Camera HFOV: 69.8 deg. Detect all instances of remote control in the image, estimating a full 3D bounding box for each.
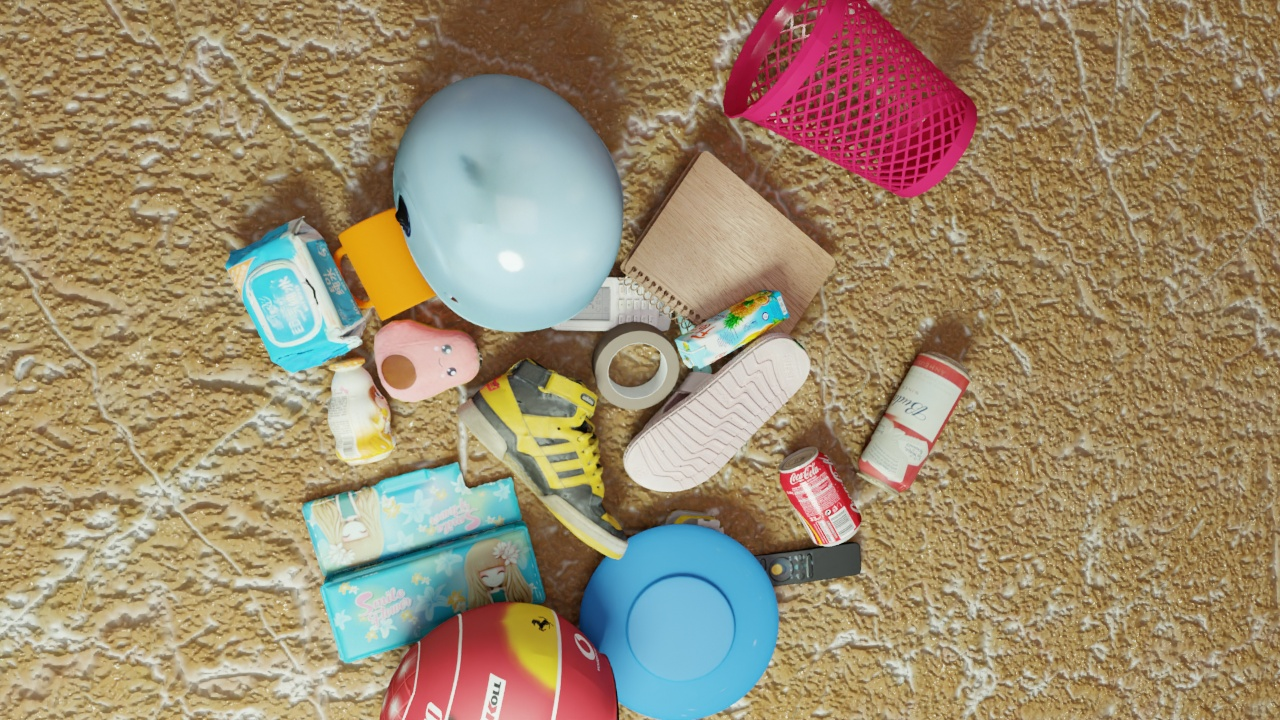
[{"bbox_3d":[0.189,0.243,1.091,0.152,0.020,0.041,-5,96,-10],"label":"remote control"},{"bbox_3d":[-0.033,-0.063,1.019,0.138,0.025,0.060,0,94,-11],"label":"remote control"}]

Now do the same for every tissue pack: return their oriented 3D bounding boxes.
[{"bbox_3d":[-0.347,-0.063,0.929,0.093,0.061,0.144,-22,100,11],"label":"tissue pack"}]

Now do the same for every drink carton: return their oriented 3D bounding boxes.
[{"bbox_3d":[0.099,-0.035,1.001,0.128,0.044,0.038,-29,107,-16],"label":"drink carton"}]

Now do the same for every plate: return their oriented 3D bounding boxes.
[{"bbox_3d":[0.044,0.295,1.019,0.224,0.024,0.224,0,93,-3],"label":"plate"}]

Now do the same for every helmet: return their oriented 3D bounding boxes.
[{"bbox_3d":[-0.154,0.378,0.941,0.224,0.197,0.271,15,108,-15],"label":"helmet"},{"bbox_3d":[-0.122,-0.171,0.901,0.225,0.167,0.265,-25,82,-23],"label":"helmet"}]

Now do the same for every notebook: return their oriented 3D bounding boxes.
[{"bbox_3d":[0.098,-0.102,1.026,0.210,0.022,0.169,35,86,-22],"label":"notebook"}]

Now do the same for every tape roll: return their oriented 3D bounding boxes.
[{"bbox_3d":[-0.006,0.006,1.014,0.093,0.030,0.094,-4,113,-10],"label":"tape roll"}]

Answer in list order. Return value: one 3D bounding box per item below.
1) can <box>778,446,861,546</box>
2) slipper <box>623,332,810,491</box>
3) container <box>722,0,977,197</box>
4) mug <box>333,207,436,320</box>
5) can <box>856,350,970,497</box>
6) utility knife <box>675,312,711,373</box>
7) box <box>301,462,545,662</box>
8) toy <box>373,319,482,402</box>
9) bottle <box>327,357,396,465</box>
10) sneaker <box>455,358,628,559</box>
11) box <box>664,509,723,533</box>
[{"bbox_3d":[0.207,0.158,1.065,0.064,0.064,0.105,-31,100,-7],"label":"can"},{"bbox_3d":[0.084,0.056,1.031,0.239,0.064,0.094,-41,111,8],"label":"slipper"},{"bbox_3d":[0.235,-0.286,0.989,0.225,0.183,0.183,27,89,-19],"label":"container"},{"bbox_3d":[-0.269,-0.095,0.952,0.113,0.077,0.096,-22,99,20],"label":"mug"},{"bbox_3d":[0.320,0.074,1.079,0.067,0.067,0.170,31,89,-12],"label":"can"},{"bbox_3d":[0.055,-0.035,1.046,0.022,0.015,0.120,-16,97,23],"label":"utility knife"},{"bbox_3d":[-0.235,0.209,1.000,0.226,0.039,0.182,-15,97,-9],"label":"box"},{"bbox_3d":[-0.224,-0.003,0.973,0.110,0.051,0.090,-10,97,-11],"label":"toy"},{"bbox_3d":[-0.295,0.052,0.958,0.063,0.063,0.109,-12,97,-10],"label":"bottle"},{"bbox_3d":[-0.074,0.097,0.991,0.238,0.086,0.122,45,89,-8],"label":"sneaker"},{"bbox_3d":[0.048,0.278,1.063,0.065,0.045,0.210,8,93,-25],"label":"box"}]
